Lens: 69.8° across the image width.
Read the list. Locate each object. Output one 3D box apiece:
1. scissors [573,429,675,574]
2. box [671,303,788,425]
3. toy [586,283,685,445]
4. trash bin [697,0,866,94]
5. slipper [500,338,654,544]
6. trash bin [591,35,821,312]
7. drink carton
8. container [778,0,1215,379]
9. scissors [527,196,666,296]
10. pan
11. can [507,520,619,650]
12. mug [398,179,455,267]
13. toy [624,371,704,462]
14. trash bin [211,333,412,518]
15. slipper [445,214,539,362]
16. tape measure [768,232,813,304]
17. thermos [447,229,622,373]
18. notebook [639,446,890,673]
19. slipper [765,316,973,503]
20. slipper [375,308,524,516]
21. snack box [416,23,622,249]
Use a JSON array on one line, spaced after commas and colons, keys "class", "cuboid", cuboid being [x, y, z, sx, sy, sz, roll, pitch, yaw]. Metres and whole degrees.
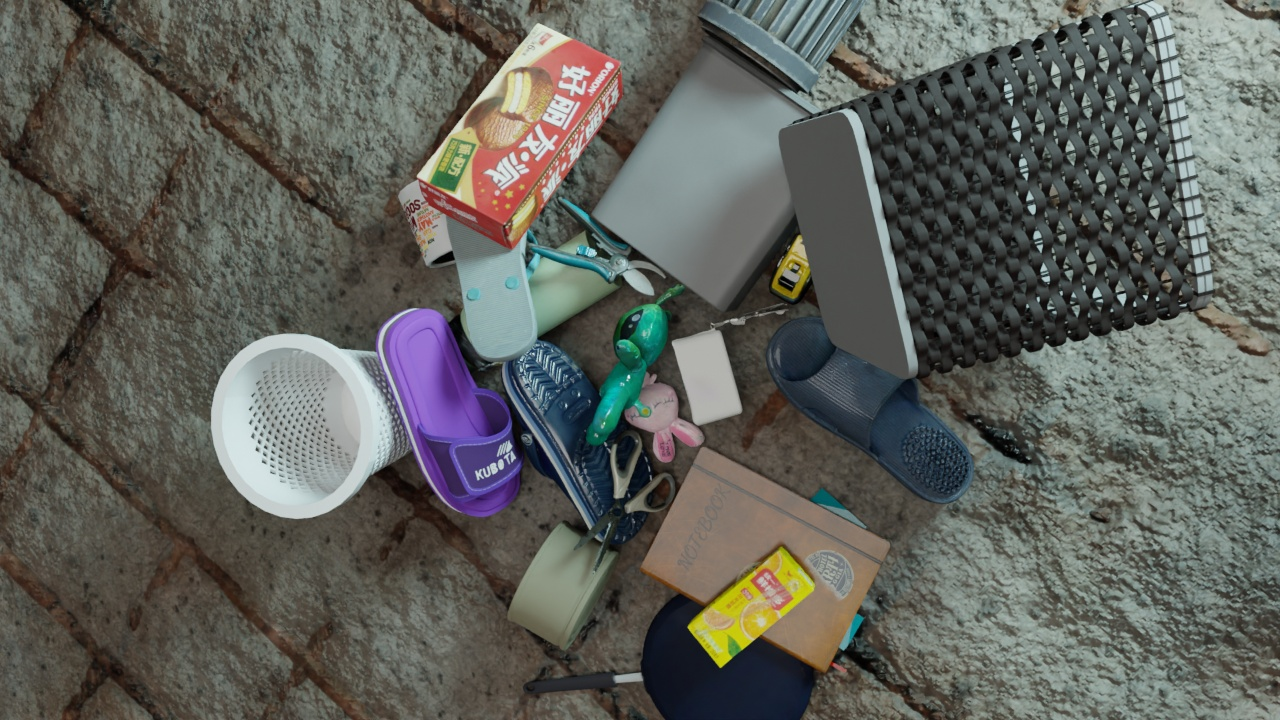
[{"class": "scissors", "cuboid": [-0.019, 0.149, 1.006, 0.013, 0.157, 0.162, -14, 81, 48]}, {"class": "box", "cuboid": [0.107, -0.007, 0.991, 0.137, 0.108, 0.128, -14, 88, 1]}, {"class": "toy", "cuboid": [-0.006, 0.006, 0.988, 0.072, 0.131, 0.193, 25, 66, -2]}, {"class": "trash bin", "cuboid": [0.174, -0.398, 0.913, 0.164, 0.164, 0.228, 37, 106, 9]}, {"class": "slipper", "cuboid": [-0.077, 0.092, 1.051, 0.095, 0.104, 0.253, -24, 99, 48]}, {"class": "trash bin", "cuboid": [0.088, -0.193, 0.981, 0.192, 0.097, 0.220, 37, 103, 9]}, {"class": "drink carton", "cuboid": [0.121, 0.266, 0.999, 0.135, 0.043, 0.058, -41, 79, 6]}, {"class": "container", "cuboid": [0.287, -0.137, 0.803, 0.243, 0.247, 0.245, -17, 101, -3]}, {"class": "scissors", "cuboid": [-0.050, -0.121, 0.986, 0.156, 0.019, 0.124, -7, 76, -9]}, {"class": "pan", "cuboid": [0.023, 0.371, 1.079, 0.357, 0.021, 0.198, -11, 91, 16]}, {"class": "can", "cuboid": [-0.086, 0.256, 1.044, 0.073, 0.127, 0.128, 28, 100, 9]}, {"class": "mug", "cuboid": [-0.218, -0.170, 1.080, 0.105, 0.073, 0.089, -22, 88, -11]}, {"class": "toy", "cuboid": [0.021, 0.063, 1.043, 0.063, 0.047, 0.110, -37, 98, 7]}, {"class": "trash bin", "cuboid": [-0.343, 0.063, 1.059, 0.196, 0.199, 0.195, 1, 94, 15]}, {"class": "slipper", "cuboid": [-0.161, -0.115, 1.016, 0.098, 0.055, 0.268, -9, 65, 6]}, {"class": "tape measure", "cuboid": [0.167, -0.097, 0.979, 0.042, 0.071, 0.072, 28, 94, 9]}, {"class": "thermos", "cuboid": [-0.135, -0.056, 1.059, 0.232, 0.082, 0.082, -30, 86, 14]}, {"class": "notebook", "cuboid": [0.148, 0.216, 1.026, 0.249, 0.014, 0.178, 27, 92, 11]}, {"class": "slipper", "cuboid": [0.249, 0.047, 0.932, 0.263, 0.083, 0.101, 40, 75, -6]}, {"class": "slipper", "cuboid": [-0.193, 0.068, 1.016, 0.084, 0.107, 0.267, 5, 124, 43]}, {"class": "snack box", "cuboid": [-0.126, -0.246, 1.000, 0.113, 0.060, 0.236, 29, 73, 11]}]
